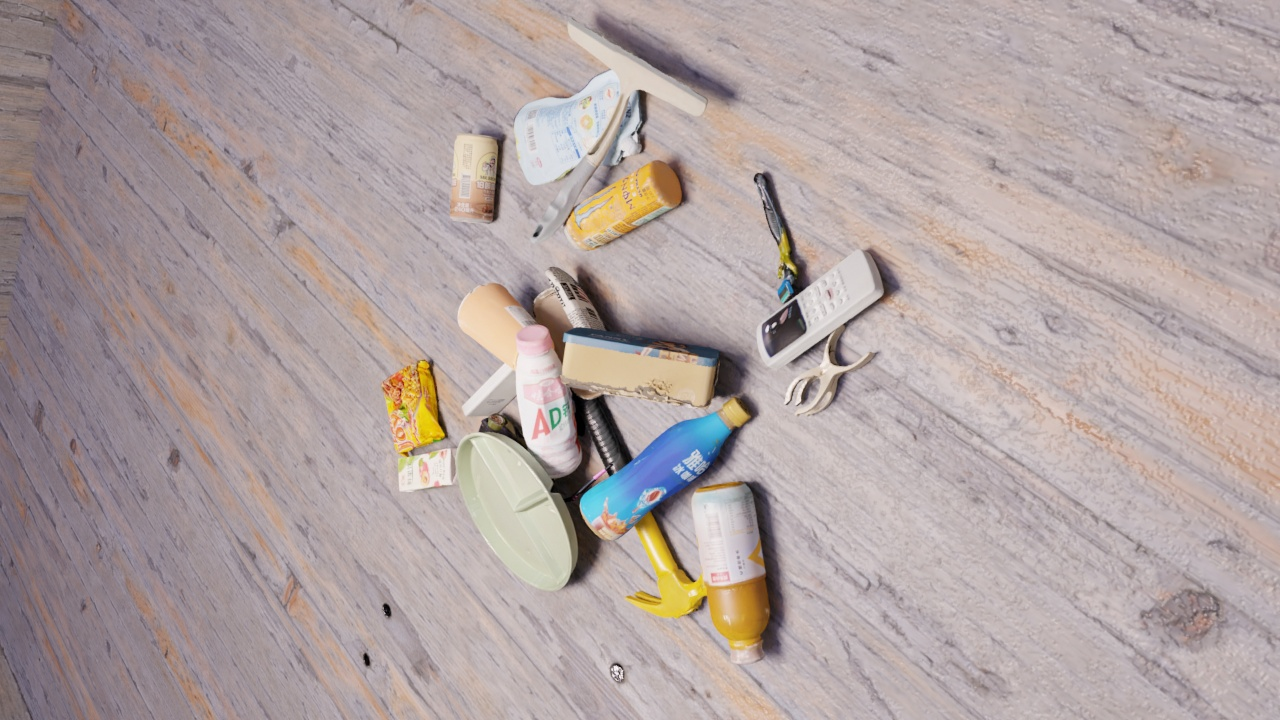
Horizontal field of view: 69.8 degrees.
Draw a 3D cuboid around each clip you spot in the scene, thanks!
[{"bbox_3d":[0.189,0.016,0.930,0.072,0.034,0.100,47,111,29],"label":"clip"}]

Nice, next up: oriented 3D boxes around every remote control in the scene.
[{"bbox_3d":[-0.181,0.032,1.222,0.135,0.056,0.019,-42,63,34],"label":"remote control"},{"bbox_3d":[0.177,-0.050,0.928,0.150,0.021,0.058,-39,43,33],"label":"remote control"}]

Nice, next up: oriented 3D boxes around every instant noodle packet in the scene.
[{"bbox_3d":[-0.341,0.075,1.367,0.111,0.044,0.128,-23,78,42],"label":"instant noodle packet"}]

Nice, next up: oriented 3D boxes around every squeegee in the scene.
[{"bbox_3d":[-0.058,-0.240,1.074,0.246,0.039,0.247,41,108,33],"label":"squeegee"}]

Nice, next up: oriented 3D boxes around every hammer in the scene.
[{"bbox_3d":[-0.010,0.166,1.102,0.129,0.032,0.300,-38,69,33],"label":"hammer"}]

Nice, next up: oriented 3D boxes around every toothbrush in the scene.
[{"bbox_3d":[-0.075,0.166,1.139,0.018,0.014,0.190,57,141,9],"label":"toothbrush"},{"bbox_3d":[-0.094,0.005,1.176,0.016,0.014,0.189,-24,76,60],"label":"toothbrush"}]

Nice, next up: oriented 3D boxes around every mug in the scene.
[{"bbox_3d":[-0.164,-0.036,1.148,0.123,0.078,0.078,39,115,37],"label":"mug"}]

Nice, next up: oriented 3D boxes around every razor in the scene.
[{"bbox_3d":[0.144,-0.133,0.966,0.043,0.022,0.142,108,150,-76],"label":"razor"}]

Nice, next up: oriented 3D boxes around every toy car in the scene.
[{"bbox_3d":[-0.166,0.132,1.223,0.158,0.042,0.070,38,116,31],"label":"toy car"}]

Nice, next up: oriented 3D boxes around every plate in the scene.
[{"bbox_3d":[-0.159,0.192,1.182,0.230,0.027,0.231,29,133,36],"label":"plate"}]

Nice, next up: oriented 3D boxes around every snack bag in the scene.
[{"bbox_3d":[-0.076,-0.286,1.131,0.191,0.038,0.110,-7,86,37],"label":"snack bag"}]

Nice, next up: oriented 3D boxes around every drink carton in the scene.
[{"bbox_3d":[-0.299,0.160,1.333,0.123,0.045,0.053,-13,78,39],"label":"drink carton"}]

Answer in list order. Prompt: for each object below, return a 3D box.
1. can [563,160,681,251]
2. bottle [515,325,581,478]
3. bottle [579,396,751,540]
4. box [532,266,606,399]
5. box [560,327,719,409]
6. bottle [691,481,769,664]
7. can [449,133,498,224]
[{"bbox_3d":[-0.022,-0.179,1.077,0.146,0.058,0.058,-22,78,38],"label":"can"},{"bbox_3d":[-0.116,0.050,1.109,0.068,0.068,0.197,23,134,37],"label":"bottle"},{"bbox_3d":[0.030,0.117,1.024,0.219,0.065,0.065,-40,66,15],"label":"bottle"},{"bbox_3d":[-0.082,-0.037,1.117,0.075,0.086,0.162,-26,65,-2],"label":"box"},{"bbox_3d":[-0.006,0.006,1.009,0.184,0.089,0.062,11,99,4],"label":"box"},{"bbox_3d":[0.101,0.228,0.988,0.068,0.067,0.189,-13,84,40],"label":"bottle"},{"bbox_3d":[-0.226,-0.245,1.244,0.059,0.058,0.116,11,99,39],"label":"can"}]
